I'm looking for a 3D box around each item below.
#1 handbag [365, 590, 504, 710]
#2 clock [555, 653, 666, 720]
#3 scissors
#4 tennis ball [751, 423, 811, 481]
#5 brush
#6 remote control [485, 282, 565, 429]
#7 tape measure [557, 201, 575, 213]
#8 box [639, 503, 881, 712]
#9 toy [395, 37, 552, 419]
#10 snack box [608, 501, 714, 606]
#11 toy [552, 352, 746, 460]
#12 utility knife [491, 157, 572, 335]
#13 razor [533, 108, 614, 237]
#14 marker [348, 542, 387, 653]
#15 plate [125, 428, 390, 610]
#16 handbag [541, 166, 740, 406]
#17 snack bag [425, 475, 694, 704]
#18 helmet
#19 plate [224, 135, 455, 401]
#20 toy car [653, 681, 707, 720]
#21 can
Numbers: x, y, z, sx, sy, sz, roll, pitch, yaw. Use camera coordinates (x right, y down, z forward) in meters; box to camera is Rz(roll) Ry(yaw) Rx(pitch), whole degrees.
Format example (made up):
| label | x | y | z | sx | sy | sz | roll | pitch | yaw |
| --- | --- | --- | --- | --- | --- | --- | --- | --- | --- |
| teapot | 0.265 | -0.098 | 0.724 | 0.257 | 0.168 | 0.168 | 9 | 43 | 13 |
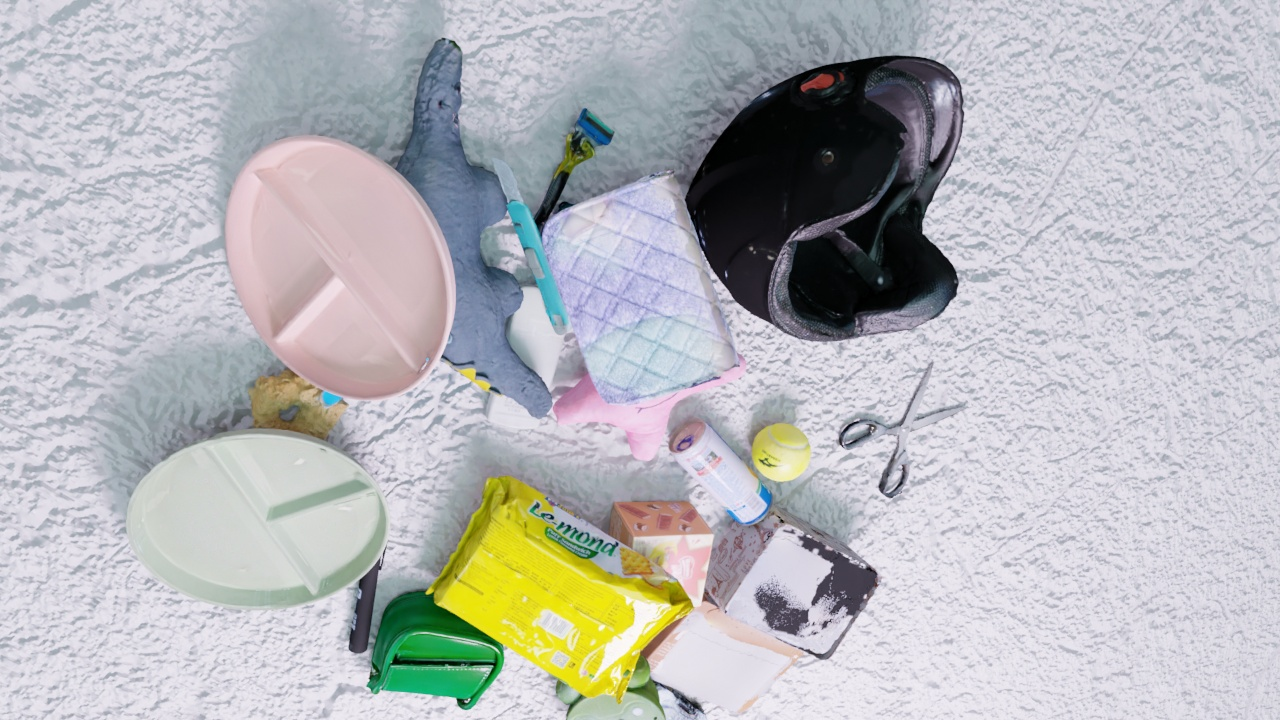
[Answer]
| label | x | y | z | sx | sy | sz | roll | pitch | yaw |
| --- | --- | --- | --- | --- | --- | --- | --- | --- | --- |
| handbag | -0.219 | 0.314 | 0.982 | 0.131 | 0.068 | 0.120 | 19 | 110 | -25 |
| clock | -0.034 | 0.396 | 1.062 | 0.116 | 0.056 | 0.161 | -16 | 112 | 6 |
| scissors | 0.319 | 0.087 | 1.102 | 0.177 | 0.014 | 0.159 | -17 | 114 | -13 |
| tennis ball | 0.157 | 0.102 | 1.024 | 0.065 | 0.065 | 0.065 | -6 | 111 | -17 |
| brush | -0.250 | 0.012 | 0.869 | 0.254 | 0.046 | 0.083 | -25 | 114 | -14 |
| remote control | -0.112 | -0.003 | 0.919 | 0.058 | 0.021 | 0.150 | 11 | 105 | -22 |
| tape measure | -0.055 | -0.124 | 0.890 | 0.058 | 0.025 | 0.054 | 8 | 106 | -20 |
| box | 0.138 | 0.310 | 1.086 | 0.178 | 0.088 | 0.262 | 31 | 96 | -26 |
| toy | -0.170 | -0.097 | 0.822 | 0.137 | 0.091 | 0.357 | -18 | 110 | -23 |
| snack box | 0.018 | 0.214 | 1.013 | 0.094 | 0.077 | 0.093 | 2 | 109 | -20 |
| toy | -0.006 | 0.005 | 0.929 | 0.194 | 0.074 | 0.178 | -40 | 109 | 0 |
| utility knife | -0.099 | -0.100 | 0.847 | 0.013 | 0.029 | 0.193 | -55 | 137 | -42 |
| razor | -0.076 | -0.165 | 0.864 | 0.042 | 0.022 | 0.142 | 28 | 91 | -41 |
| marker | -0.284 | 0.244 | 0.955 | 0.022 | 0.020 | 0.132 | 9 | 106 | -15 |
| plate | -0.353 | 0.151 | 0.862 | 0.230 | 0.027 | 0.231 | -7 | 127 | -10 |
| handbag | 0.000 | -0.063 | 0.845 | 0.134 | 0.075 | 0.194 | -17 | 98 | 15 |
| snack bag | -0.088 | 0.242 | 0.943 | 0.246 | 0.068 | 0.158 | 32 | 108 | -5 |
| helmet | 0.174 | -0.155 | 0.846 | 0.274 | 0.230 | 0.233 | -56 | 143 | -8 |
| plate | -0.252 | -0.075 | 0.774 | 0.230 | 0.028 | 0.230 | 9 | 115 | 21 |
| toy car | 0.038 | 0.434 | 1.128 | 0.049 | 0.031 | 0.105 | -47 | 116 | 2 |
| can | 0.089 | 0.124 | 1.016 | 0.053 | 0.053 | 0.134 | -43 | 117 | 0 |
